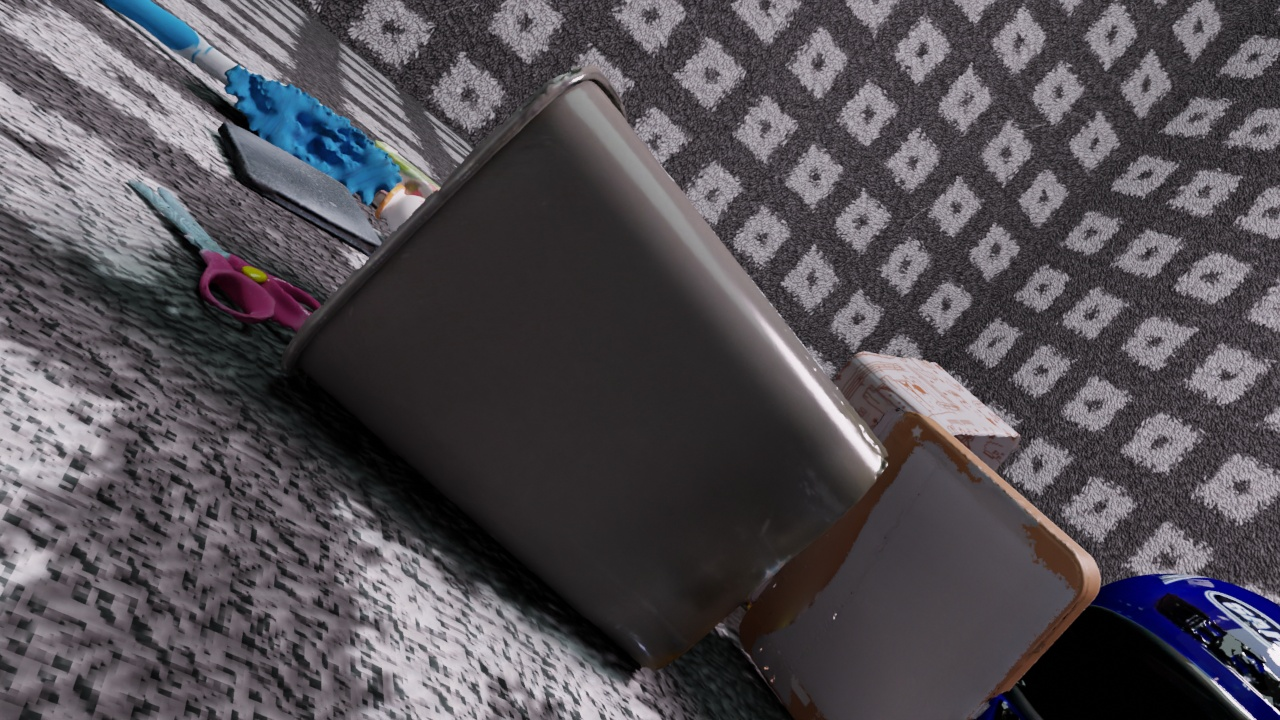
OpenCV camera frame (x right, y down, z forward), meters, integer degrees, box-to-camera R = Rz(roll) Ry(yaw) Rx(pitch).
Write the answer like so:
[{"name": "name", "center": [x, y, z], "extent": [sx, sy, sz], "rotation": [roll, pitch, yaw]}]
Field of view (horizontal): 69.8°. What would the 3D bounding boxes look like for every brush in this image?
[{"name": "brush", "center": [-0.349, -0.242, 0.788], "extent": [0.314, 0.060, 0.109], "rotation": [35, 3, -23]}]

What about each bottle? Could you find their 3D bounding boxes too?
[{"name": "bottle", "center": [-0.172, -0.101, 0.779], "extent": [0.108, 0.063, 0.063], "rotation": [39, 7, -5]}]

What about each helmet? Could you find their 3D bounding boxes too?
[{"name": "helmet", "center": [0.358, 0.262, 0.611], "extent": [0.315, 0.240, 0.247], "rotation": [33, 8, -40]}]

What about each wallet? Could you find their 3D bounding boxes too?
[{"name": "wallet", "center": [-0.257, -0.130, 0.697], "extent": [0.120, 0.019, 0.097], "rotation": [30, 13, -47]}]

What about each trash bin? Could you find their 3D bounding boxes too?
[{"name": "trash bin", "center": [-0.013, 0.008, 0.464], "extent": [0.220, 0.199, 0.199], "rotation": [46, 7, 0]}]

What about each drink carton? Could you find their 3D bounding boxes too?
[{"name": "drink carton", "center": [-0.220, -0.155, 0.893], "extent": [0.122, 0.053, 0.045], "rotation": [39, 8, -4]}]

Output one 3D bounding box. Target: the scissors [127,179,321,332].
[{"name": "scissors", "center": [-0.219, -0.055, 0.456], "extent": [0.137, 0.017, 0.072], "rotation": [38, 16, 14]}]

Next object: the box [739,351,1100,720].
[{"name": "box", "center": [0.165, 0.117, 0.554], "extent": [0.157, 0.181, 0.217], "rotation": [14, 26, -41]}]

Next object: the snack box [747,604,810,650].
[{"name": "snack box", "center": [0.137, 0.198, 0.677], "extent": [0.087, 0.034, 0.140], "rotation": [43, 9, 25]}]
